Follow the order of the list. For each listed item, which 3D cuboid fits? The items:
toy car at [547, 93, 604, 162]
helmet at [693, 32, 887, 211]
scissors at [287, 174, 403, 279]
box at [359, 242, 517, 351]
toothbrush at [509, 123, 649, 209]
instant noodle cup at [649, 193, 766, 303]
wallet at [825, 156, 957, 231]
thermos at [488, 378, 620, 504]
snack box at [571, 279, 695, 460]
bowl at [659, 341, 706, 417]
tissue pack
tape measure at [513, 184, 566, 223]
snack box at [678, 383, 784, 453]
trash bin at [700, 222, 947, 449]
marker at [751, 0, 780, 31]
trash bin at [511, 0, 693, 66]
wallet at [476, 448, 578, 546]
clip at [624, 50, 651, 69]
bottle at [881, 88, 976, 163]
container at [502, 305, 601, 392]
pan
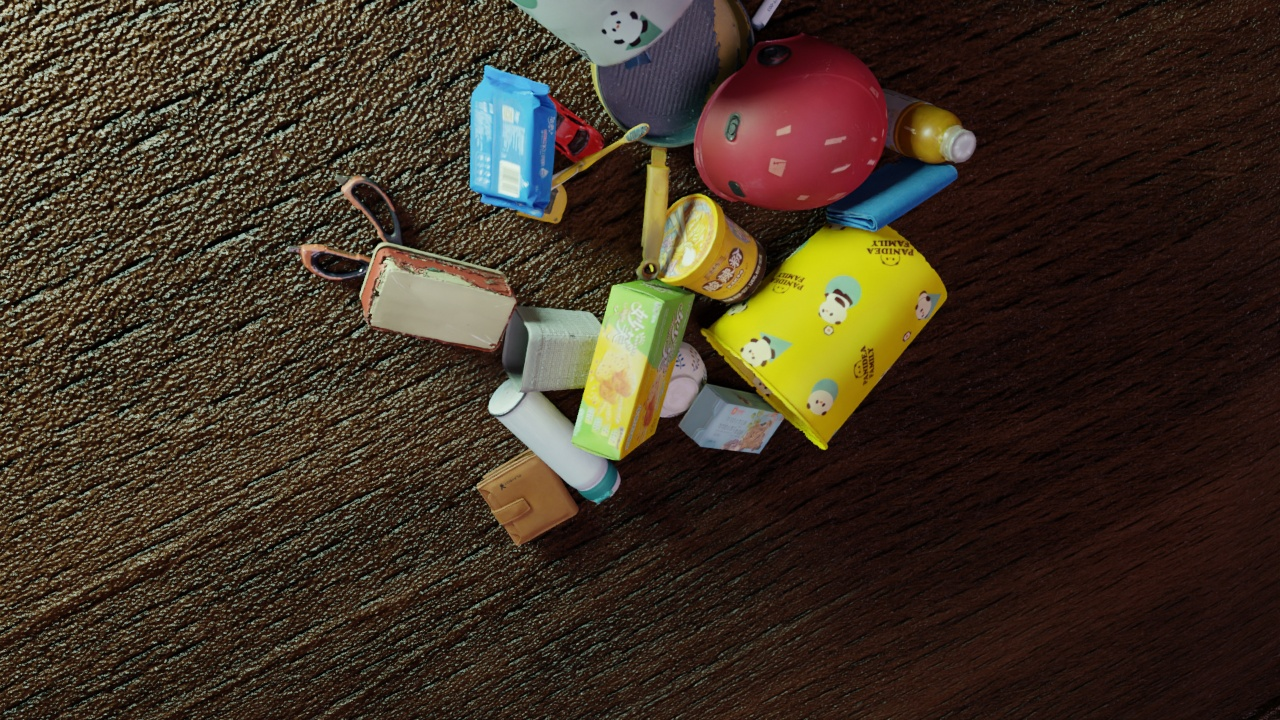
[{"bbox_3d":[-0.088,-0.269,1.075,0.106,0.031,0.049,31,104,-34],"label":"toy car"},{"bbox_3d":[0.196,-0.268,1.088,0.239,0.144,0.207,-29,130,-26],"label":"helmet"},{"bbox_3d":[-0.302,-0.122,1.083,0.226,0.015,0.189,2,117,-24],"label":"scissors"},{"bbox_3d":[-0.235,-0.070,1.082,0.168,0.080,0.091,12,116,-31],"label":"box"},{"bbox_3d":[-0.073,-0.223,1.062,0.191,0.018,0.016,-27,104,13],"label":"toothbrush"},{"bbox_3d":[0.090,-0.135,1.173,0.114,0.118,0.118,24,107,-39],"label":"instant noodle cup"},{"bbox_3d":[0.306,-0.204,1.130,0.133,0.106,0.040,-32,116,-14],"label":"wallet"},{"bbox_3d":[-0.110,0.113,1.257,0.073,0.073,0.224,-40,123,3],"label":"thermos"},{"bbox_3d":[-0.007,0.007,1.165,0.070,0.157,0.210,19,103,14],"label":"snack box"},{"bbox_3d":[0.045,0.034,1.279,0.113,0.062,0.114,-10,121,-18],"label":"bowl"},{"bbox_3d":[-0.142,-0.244,1.031,0.052,0.095,0.157,-35,139,-51],"label":"tissue pack"},{"bbox_3d":[-0.117,-0.194,1.105,0.060,0.029,0.057,10,113,-26],"label":"tape measure"},{"bbox_3d":[0.134,0.085,1.312,0.174,0.051,0.074,12,116,-53],"label":"snack box"},{"bbox_3d":[0.250,-0.050,1.225,0.255,0.229,0.229,-46,124,0],"label":"trash bin"},{"bbox_3d":[0.170,-0.450,1.082,0.022,0.018,0.131,30,104,-23],"label":"marker"},{"bbox_3d":[-0.073,-0.436,0.879,0.251,0.229,0.230,33,102,-38],"label":"trash bin"},{"bbox_3d":[-0.160,0.194,1.307,0.107,0.031,0.132,-29,123,-6],"label":"wallet"},{"bbox_3d":[-0.009,-0.351,1.006,0.045,0.027,0.058,-27,107,-31],"label":"clip"},{"bbox_3d":[0.339,-0.287,1.135,0.068,0.189,0.068,-10,120,-18],"label":"bottle"},{"bbox_3d":[-0.107,-0.015,1.177,0.114,0.090,0.090,0,118,-26],"label":"container"},{"bbox_3d":[0.029,-0.271,1.089,0.197,0.078,0.358,1,117,-21],"label":"pan"}]
